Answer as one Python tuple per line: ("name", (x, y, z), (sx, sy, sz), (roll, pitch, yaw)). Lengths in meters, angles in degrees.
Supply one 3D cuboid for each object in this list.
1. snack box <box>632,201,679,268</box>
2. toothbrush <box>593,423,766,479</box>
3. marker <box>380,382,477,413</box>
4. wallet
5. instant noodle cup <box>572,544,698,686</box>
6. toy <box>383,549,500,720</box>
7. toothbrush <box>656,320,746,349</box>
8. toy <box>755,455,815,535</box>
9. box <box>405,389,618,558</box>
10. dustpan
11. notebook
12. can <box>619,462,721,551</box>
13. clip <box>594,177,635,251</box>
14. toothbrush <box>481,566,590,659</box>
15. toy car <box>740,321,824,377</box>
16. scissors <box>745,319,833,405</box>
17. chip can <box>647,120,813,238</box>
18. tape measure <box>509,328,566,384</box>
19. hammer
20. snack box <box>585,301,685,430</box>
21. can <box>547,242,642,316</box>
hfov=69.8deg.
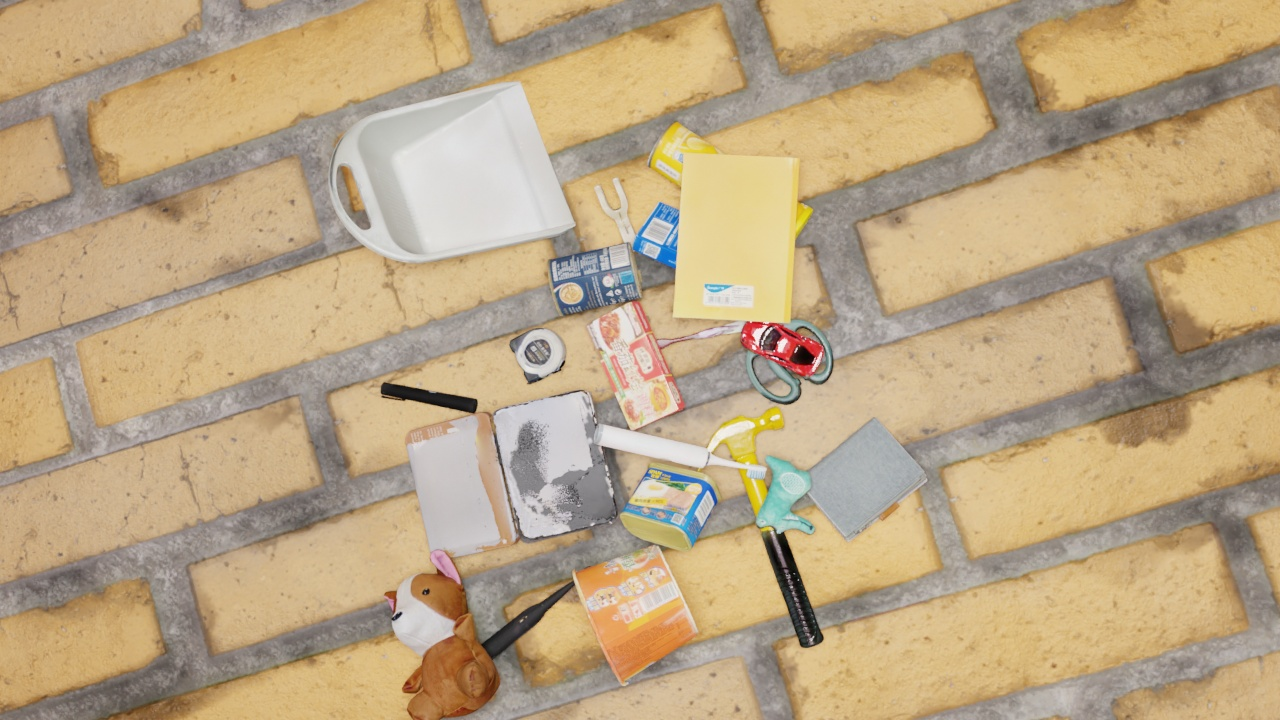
("snack box", (0.077, -0.143, 1.172), (0.157, 0.026, 0.084), (24, 48, 6))
("toothbrush", (0.052, 0.115, 1.133), (0.221, 0.026, 0.026), (14, 100, -9))
("marker", (-0.282, 0.050, 1.224), (0.132, 0.020, 0.022), (10, 77, 6))
("wallet", (0.280, 0.152, 1.157), (0.130, 0.037, 0.106), (-39, 74, 1))
("instant noodle cup", (-0.003, 0.304, 1.127), (0.111, 0.151, 0.151), (-25, 85, -5))
("toy", (-0.259, 0.348, 1.149), (0.140, 0.130, 0.199), (-34, 56, 14))
("toothbrush", (0.099, -0.038, 1.195), (0.187, 0.017, 0.016), (-12, 94, 2))
("toy", (0.181, 0.175, 1.138), (0.096, 0.030, 0.092), (26, 94, -2))
("box", (-0.170, 0.149, 1.177), (0.261, 0.103, 0.178), (-13, 87, 0))
("dustpan", (-0.251, -0.234, 1.176), (0.258, 0.142, 0.222), (-22, 85, 5))
("notebook", (0.117, -0.151, 1.127), (0.146, 0.010, 0.206), (3, 87, 5))
("can", (0.036, 0.181, 1.137), (0.102, 0.057, 0.083), (9, 50, 33))
("clip", (-0.030, -0.195, 1.191), (0.035, 0.096, 0.101), (-21, 74, 4))
("toothbrush", (-0.145, 0.336, 1.194), (0.212, 0.027, 0.026), (-39, 69, 1))
("toy car", (0.177, -0.019, 1.152), (0.106, 0.031, 0.049), (27, 93, 1))
("scissors", (0.189, -0.038, 1.174), (0.129, 0.019, 0.185), (-15, 95, 2))
("chip can", (0.113, -0.219, 1.174), (0.213, 0.072, 0.072), (34, 90, 7))
("tape measure", (-0.131, -0.010, 1.206), (0.066, 0.033, 0.065), (-25, 87, 6))
("hammer", (0.165, 0.216, 1.166), (0.129, 0.033, 0.300), (-20, 85, 5))
("snack box", (-0.007, 0.007, 1.185), (0.075, 0.025, 0.153), (-26, 85, 24))
("can", (-0.057, -0.105, 1.182), (0.111, 0.075, 0.075), (-12, 86, 4))
